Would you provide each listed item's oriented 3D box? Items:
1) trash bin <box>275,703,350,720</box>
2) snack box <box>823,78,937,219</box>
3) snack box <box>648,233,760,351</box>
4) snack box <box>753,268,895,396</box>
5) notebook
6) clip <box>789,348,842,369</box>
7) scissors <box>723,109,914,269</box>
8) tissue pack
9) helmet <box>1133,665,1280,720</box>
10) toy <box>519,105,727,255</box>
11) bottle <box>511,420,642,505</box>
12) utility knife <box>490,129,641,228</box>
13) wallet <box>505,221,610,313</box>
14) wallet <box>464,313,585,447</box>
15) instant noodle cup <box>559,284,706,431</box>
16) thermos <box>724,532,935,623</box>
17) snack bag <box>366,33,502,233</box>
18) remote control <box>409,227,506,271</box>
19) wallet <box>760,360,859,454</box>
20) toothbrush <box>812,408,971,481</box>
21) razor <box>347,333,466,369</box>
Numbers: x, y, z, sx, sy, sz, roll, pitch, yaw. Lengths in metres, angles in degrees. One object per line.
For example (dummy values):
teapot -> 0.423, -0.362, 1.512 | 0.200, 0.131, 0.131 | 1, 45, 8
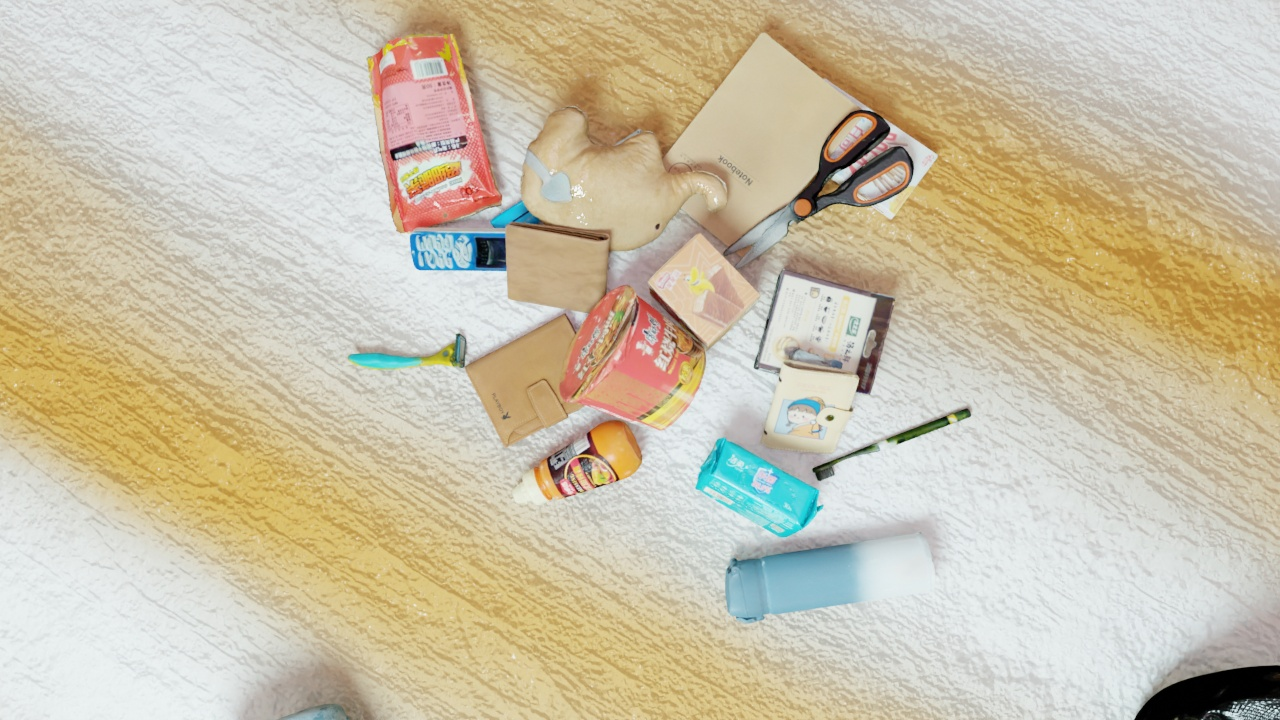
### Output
trash bin -> -0.349, 0.469, 0.932 | 0.226, 0.226, 0.195 | -24, 73, 0
snack box -> 0.245, -0.239, 1.034 | 0.157, 0.027, 0.084 | 36, 88, 5
snack box -> 0.067, -0.071, 0.997 | 0.077, 0.093, 0.094 | -44, 86, -1
snack box -> 0.200, -0.029, 1.008 | 0.125, 0.053, 0.113 | 16, 88, 3
notebook -> 0.127, -0.239, 1.029 | 0.148, 0.008, 0.208 | 40, 100, 5
clip -> 0.187, 0.003, 0.975 | 0.056, 0.026, 0.024 | 23, 93, -1
scissors -> 0.183, -0.189, 1.015 | 0.234, 0.021, 0.161 | -12, 95, 9
tissue pack -> 0.126, 0.139, 0.978 | 0.133, 0.093, 0.050 | 30, 72, 4
helmet -> 0.612, 0.409, 0.873 | 0.274, 0.230, 0.233 | -1, 79, -6
toy -> -0.020, -0.186, 1.013 | 0.226, 0.082, 0.144 | 15, 111, -15
bottle -> -0.074, 0.120, 1.009 | 0.149, 0.066, 0.066 | -26, 85, 7
utility knife -> -0.080, -0.203, 1.051 | 0.203, 0.018, 0.034 | -35, 85, -2
wallet -> -0.092, -0.101, 1.014 | 0.115, 0.020, 0.101 | 10, 129, 5
wallet -> -0.117, 0.023, 1.031 | 0.132, 0.031, 0.108 | -27, 84, 1
instant noodle cup -> -0.006, 0.006, 0.971 | 0.108, 0.138, 0.138 | 29, 87, -23
thermos -> 0.199, 0.233, 0.985 | 0.220, 0.070, 0.070 | -10, 85, 2
snack bag -> -0.240, -0.258, 1.042 | 0.129, 0.073, 0.208 | -14, 91, 6
remote control -> -0.197, -0.127, 1.040 | 0.125, 0.024, 0.049 | 2, 119, 3
wallet -> 0.184, 0.053, 0.987 | 0.087, 0.024, 0.115 | 11, 127, 2
toothbrush -> 0.279, 0.093, 1.017 | 0.186, 0.012, 0.017 | -21, 91, 1
razor -> -0.264, -0.004, 1.039 | 0.132, 0.028, 0.043 | -4, 56, 0
